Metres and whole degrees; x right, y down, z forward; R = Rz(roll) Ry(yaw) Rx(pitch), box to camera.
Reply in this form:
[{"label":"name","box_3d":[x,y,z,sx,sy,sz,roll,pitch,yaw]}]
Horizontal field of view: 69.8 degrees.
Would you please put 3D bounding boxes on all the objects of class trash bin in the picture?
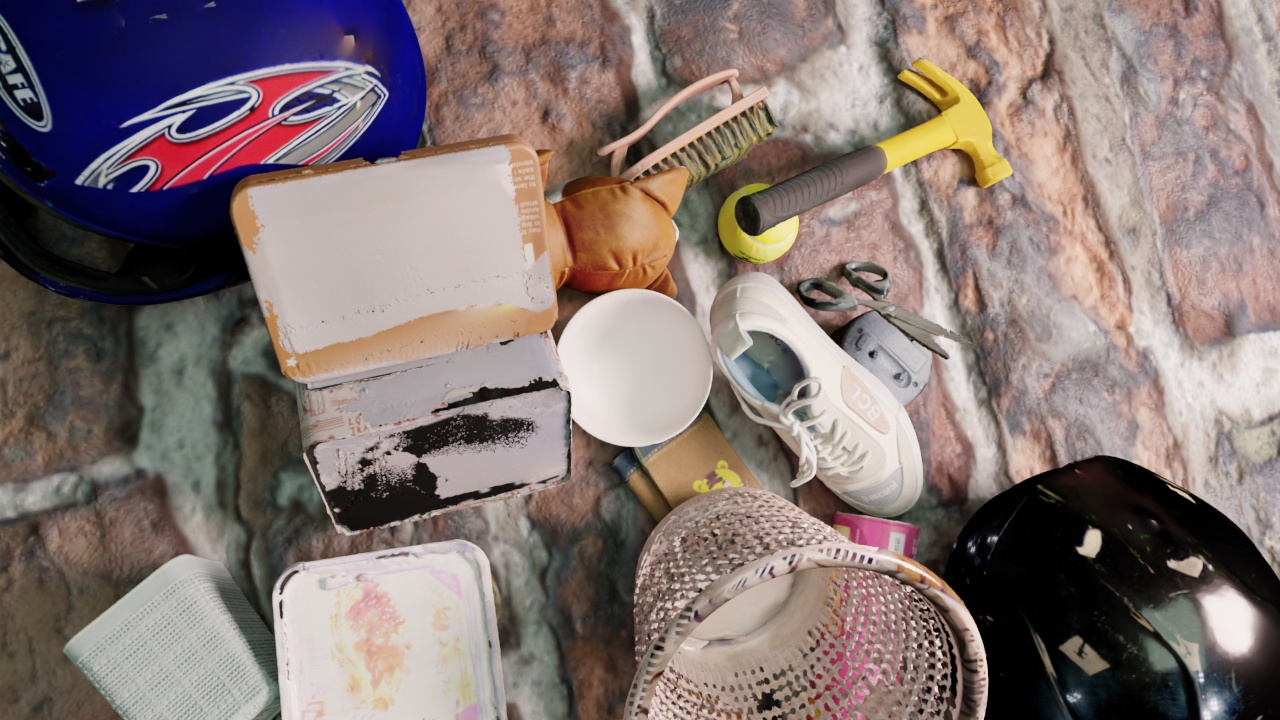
[{"label":"trash bin","box_3d":[0.084,0.189,0.628,0.227,0.192,0.228,-3,106,-10]}]

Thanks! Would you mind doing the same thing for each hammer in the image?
[{"label":"hammer","box_3d":[0.194,-0.166,0.764,0.299,0.033,0.129,-28,88,-31]}]

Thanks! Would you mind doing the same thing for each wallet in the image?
[{"label":"wallet","box_3d":[0.042,0.098,0.734,0.090,0.033,0.115,-37,95,-15]}]

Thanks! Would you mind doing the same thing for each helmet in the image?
[{"label":"helmet","box_3d":[-0.297,-0.171,0.592,0.315,0.241,0.247,-29,87,-14]},{"label":"helmet","box_3d":[0.360,0.203,0.687,0.233,0.230,0.275,-38,53,-15]}]

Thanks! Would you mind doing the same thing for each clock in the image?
[{"label":"clock","box_3d":[0.186,0.010,0.764,0.082,0.055,0.121,44,77,-5]}]

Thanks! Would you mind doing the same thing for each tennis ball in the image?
[{"label":"tennis ball","box_3d":[0.097,-0.113,0.757,0.065,0.065,0.065,2,82,-12]}]

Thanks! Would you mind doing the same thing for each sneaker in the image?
[{"label":"sneaker","box_3d":[0.138,0.043,0.695,0.090,0.090,0.242,-33,109,26]}]

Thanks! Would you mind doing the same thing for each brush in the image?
[{"label":"brush","box_3d":[0.037,-0.181,0.756,0.145,0.063,0.073,-32,94,-13]}]

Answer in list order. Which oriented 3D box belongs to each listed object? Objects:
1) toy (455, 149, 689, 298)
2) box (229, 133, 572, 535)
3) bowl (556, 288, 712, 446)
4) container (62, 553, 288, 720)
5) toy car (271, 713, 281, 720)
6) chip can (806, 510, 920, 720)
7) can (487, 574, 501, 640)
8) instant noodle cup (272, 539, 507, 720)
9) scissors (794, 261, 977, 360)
[{"label":"toy","box_3d":[-0.061,-0.093,0.699,0.199,0.140,0.130,-6,46,-11]},{"label":"box","box_3d":[-0.141,-0.008,0.597,0.178,0.261,0.105,-12,53,-14]},{"label":"bowl","box_3d":[-0.004,0.004,0.713,0.118,0.064,0.118,0,93,3]},{"label":"container","box_3d":[-0.292,0.201,0.606,0.089,0.090,0.111,-41,81,-15]},{"label":"toy car","box_3d":[-0.212,0.292,0.638,0.037,0.056,0.122,-42,92,-11]},{"label":"chip can","box_3d":[0.173,0.229,0.723,0.071,0.071,0.210,12,79,-10]},{"label":"can","box_3d":[-0.162,0.209,0.664,0.074,0.049,0.148,44,76,-4]},{"label":"instant noodle cup","box_3d":[-0.162,0.211,0.606,0.138,0.060,0.173,-6,85,-13]},{"label":"scissors","box_3d":[0.199,-0.044,0.731,0.155,0.169,0.014,-49,135,-47]}]
